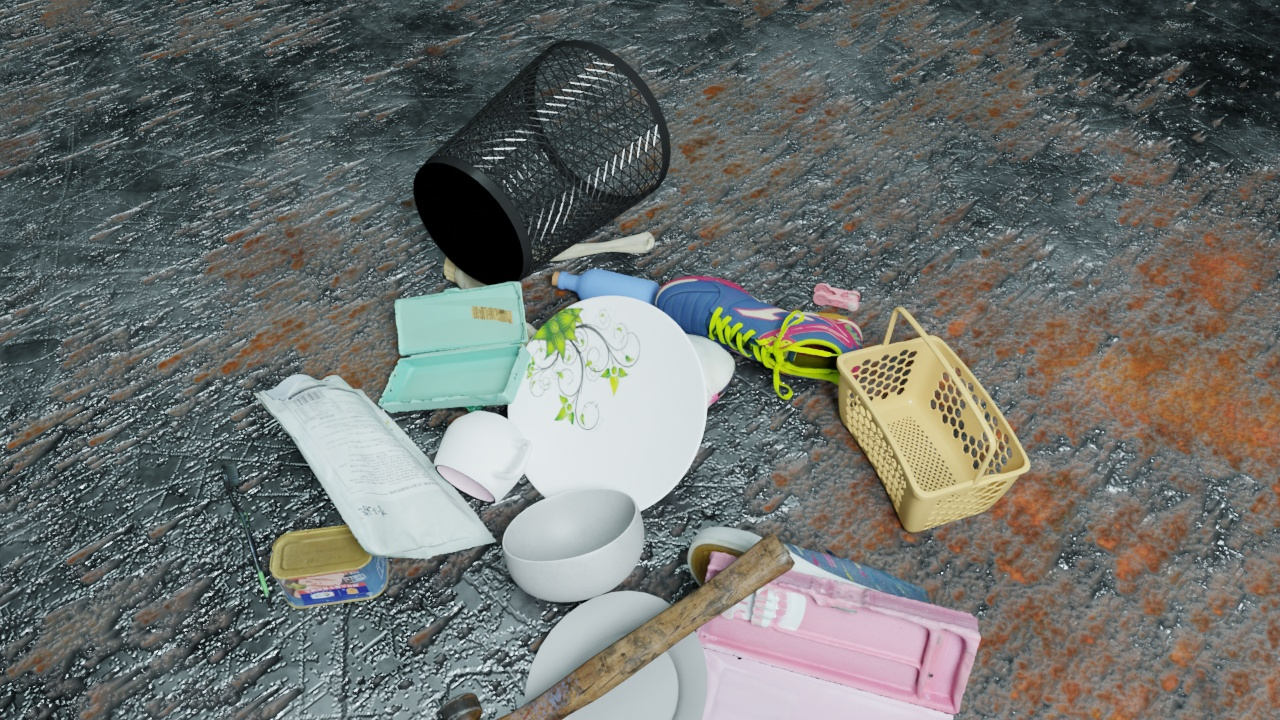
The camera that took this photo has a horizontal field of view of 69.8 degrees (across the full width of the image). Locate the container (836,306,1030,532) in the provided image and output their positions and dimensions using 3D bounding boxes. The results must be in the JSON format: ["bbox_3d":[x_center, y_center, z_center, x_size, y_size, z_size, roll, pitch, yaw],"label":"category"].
[{"bbox_3d":[0.289,0.056,0.915,0.129,0.167,0.183,-14,50,-11],"label":"container"}]

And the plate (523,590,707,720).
[{"bbox_3d":[-0.020,0.287,0.792,0.173,0.019,0.172,-15,52,19],"label":"plate"}]

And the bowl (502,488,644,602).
[{"bbox_3d":[-0.059,0.181,0.866,0.132,0.064,0.131,-12,19,4],"label":"bowl"}]

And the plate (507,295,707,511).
[{"bbox_3d":[-0.033,0.048,0.953,0.230,0.030,0.229,-4,81,25],"label":"plate"}]

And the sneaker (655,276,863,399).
[{"bbox_3d":[0.131,-0.031,1.026,0.242,0.116,0.090,14,41,4],"label":"sneaker"}]

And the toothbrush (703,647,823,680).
[{"bbox_3d":[0.077,0.261,0.841,0.190,0.017,0.016,12,54,11],"label":"toothbrush"}]

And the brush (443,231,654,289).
[{"bbox_3d":[-0.113,-0.134,1.166,0.272,0.062,0.077,-11,54,-13],"label":"brush"}]

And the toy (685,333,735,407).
[{"bbox_3d":[-0.006,0.006,1.021,0.209,0.086,0.137,16,50,20],"label":"toy"}]

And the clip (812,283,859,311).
[{"bbox_3d":[0.243,-0.083,1.133,0.059,0.023,0.041,19,48,10],"label":"clip"}]

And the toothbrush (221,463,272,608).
[{"bbox_3d":[-0.396,0.173,0.928,0.017,0.014,0.188,-19,51,-25],"label":"toothbrush"}]

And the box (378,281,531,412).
[{"bbox_3d":[-0.203,-0.012,1.003,0.187,0.056,0.138,-4,69,32],"label":"box"}]

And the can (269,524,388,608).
[{"bbox_3d":[-0.297,0.196,0.877,0.100,0.059,0.053,-7,50,-5],"label":"can"}]

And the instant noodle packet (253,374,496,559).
[{"bbox_3d":[-0.277,0.109,0.935,0.269,0.057,0.146,42,25,32],"label":"instant noodle packet"}]

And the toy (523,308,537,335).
[{"bbox_3d":[-0.159,-0.024,1.066,0.087,0.050,0.112,1,71,2],"label":"toy"}]

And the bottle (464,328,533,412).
[{"bbox_3d":[-0.158,0.011,1.022,0.110,0.043,0.042,-42,58,-4],"label":"bottle"}]

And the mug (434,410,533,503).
[{"bbox_3d":[-0.149,0.095,0.928,0.124,0.090,0.076,-2,50,48],"label":"mug"}]

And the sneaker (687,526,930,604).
[{"bbox_3d":[0.160,0.210,0.855,0.235,0.088,0.079,20,33,11],"label":"sneaker"}]

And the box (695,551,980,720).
[{"bbox_3d":[0.157,0.269,0.790,0.233,0.075,0.172,13,86,13],"label":"box"}]

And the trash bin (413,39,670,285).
[{"bbox_3d":[-0.122,-0.221,1.081,0.217,0.217,0.242,28,54,22],"label":"trash bin"}]

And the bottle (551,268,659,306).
[{"bbox_3d":[-0.046,-0.086,1.121,0.131,0.048,0.047,14,51,13],"label":"bottle"}]

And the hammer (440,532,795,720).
[{"bbox_3d":[-0.011,0.255,0.763,0.330,0.033,0.120,-35,56,2],"label":"hammer"}]
